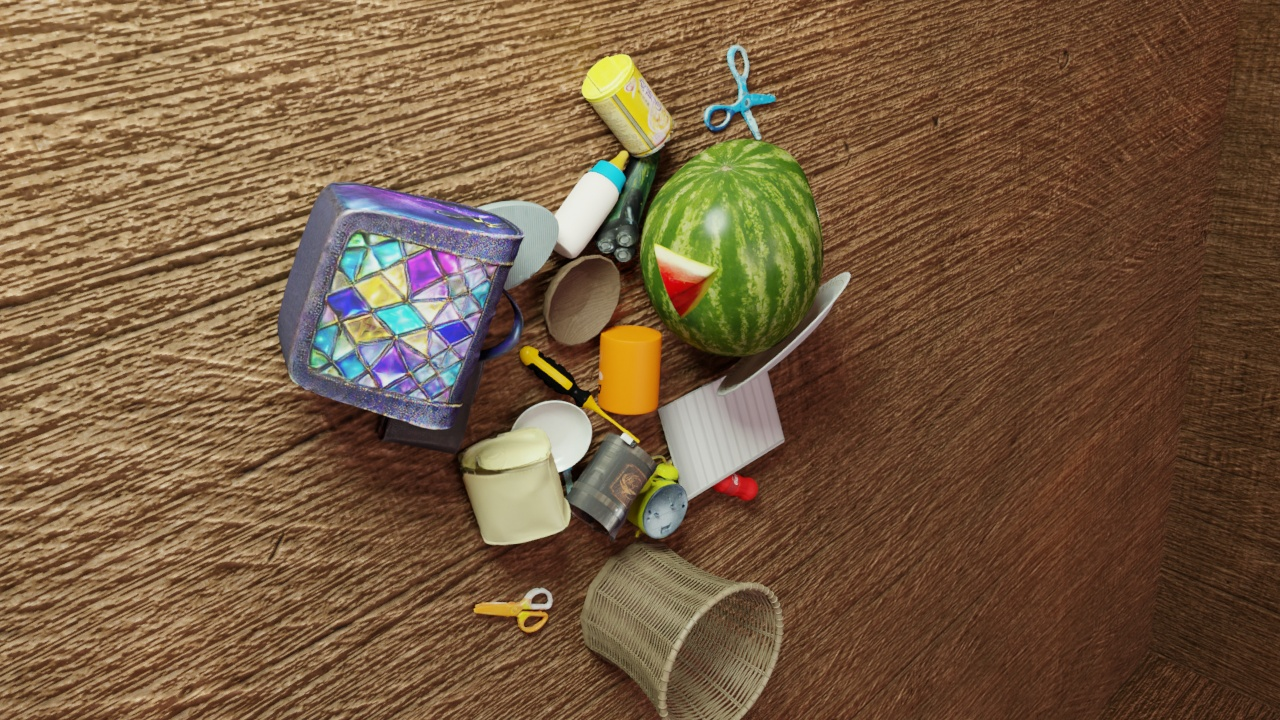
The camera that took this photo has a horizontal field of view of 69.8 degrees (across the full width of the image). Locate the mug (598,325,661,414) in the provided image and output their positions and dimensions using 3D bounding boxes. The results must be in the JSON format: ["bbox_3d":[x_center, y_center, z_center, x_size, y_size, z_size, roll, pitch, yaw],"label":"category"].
[{"bbox_3d":[-0.007,0.007,1.184,0.112,0.078,0.096,-33,129,-62],"label":"mug"}]

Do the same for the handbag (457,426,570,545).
[{"bbox_3d":[-0.149,0.148,1.090,0.111,0.081,0.119,-14,123,-4],"label":"handbag"}]

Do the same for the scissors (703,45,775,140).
[{"bbox_3d":[0.129,-0.342,1.217,0.137,0.011,0.134,-47,132,-20],"label":"scissors"}]

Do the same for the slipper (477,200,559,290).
[{"bbox_3d":[-0.216,-0.112,0.972,0.268,0.055,0.098,-14,117,-26],"label":"slipper"}]

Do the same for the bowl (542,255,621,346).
[{"bbox_3d":[-0.076,-0.076,1.106,0.117,0.030,0.118,-28,134,-34],"label":"bowl"}]

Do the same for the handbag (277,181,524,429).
[{"bbox_3d":[-0.217,-0.055,0.888,0.221,0.125,0.205,15,105,-31],"label":"handbag"}]

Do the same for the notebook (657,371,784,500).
[{"bbox_3d":[0.124,0.097,1.348,0.209,0.009,0.143,-26,107,-33],"label":"notebook"}]

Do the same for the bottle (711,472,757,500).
[{"bbox_3d":[0.131,0.184,1.389,0.119,0.036,0.036,24,88,-43],"label":"bottle"}]

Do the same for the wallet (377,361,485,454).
[{"bbox_3d":[-0.231,0.039,1.021,0.099,0.031,0.120,19,90,-47],"label":"wallet"}]

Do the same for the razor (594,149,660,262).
[{"bbox_3d":[-0.008,-0.194,1.110,0.054,0.067,0.151,26,82,-29],"label":"razor"}]

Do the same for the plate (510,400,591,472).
[{"bbox_3d":[-0.113,0.090,1.131,0.104,0.026,0.104,-8,119,-16],"label":"plate"}]

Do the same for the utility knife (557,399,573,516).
[{"bbox_3d":[-0.096,0.129,1.184,0.022,0.015,0.181,-26,124,-26],"label":"utility knife"}]

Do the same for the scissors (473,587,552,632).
[{"bbox_3d":[-0.165,0.321,1.190,0.127,0.013,0.064,21,90,-45],"label":"scissors"}]

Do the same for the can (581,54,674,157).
[{"bbox_3d":[-0.014,-0.296,1.066,0.067,0.068,0.105,-56,133,-12],"label":"can"}]

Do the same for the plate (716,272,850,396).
[{"bbox_3d":[0.198,-0.031,1.255,0.016,0.243,0.242,46,69,-3],"label":"plate"}]

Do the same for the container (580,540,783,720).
[{"bbox_3d":[0.051,0.375,1.274,0.226,0.196,0.227,-16,115,-37],"label":"container"}]

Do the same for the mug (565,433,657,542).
[{"bbox_3d":[-0.034,0.172,1.202,0.107,0.080,0.116,-55,139,-20],"label":"mug"}]

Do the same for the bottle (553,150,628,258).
[{"bbox_3d":[-0.056,-0.189,1.077,0.146,0.051,0.051,-56,133,-11],"label":"bottle"}]

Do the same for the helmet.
[{"bbox_3d":[0.110,-0.135,1.116,0.242,0.213,0.248,-45,145,-37],"label":"helmet"}]

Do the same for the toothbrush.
[{"bbox_3d":[-0.072,0.045,1.128,0.196,0.031,0.030,40,80,-23],"label":"toothbrush"}]

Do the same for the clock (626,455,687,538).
[{"bbox_3d":[0.021,0.189,1.278,0.083,0.057,0.119,-15,115,-37],"label":"clock"}]
